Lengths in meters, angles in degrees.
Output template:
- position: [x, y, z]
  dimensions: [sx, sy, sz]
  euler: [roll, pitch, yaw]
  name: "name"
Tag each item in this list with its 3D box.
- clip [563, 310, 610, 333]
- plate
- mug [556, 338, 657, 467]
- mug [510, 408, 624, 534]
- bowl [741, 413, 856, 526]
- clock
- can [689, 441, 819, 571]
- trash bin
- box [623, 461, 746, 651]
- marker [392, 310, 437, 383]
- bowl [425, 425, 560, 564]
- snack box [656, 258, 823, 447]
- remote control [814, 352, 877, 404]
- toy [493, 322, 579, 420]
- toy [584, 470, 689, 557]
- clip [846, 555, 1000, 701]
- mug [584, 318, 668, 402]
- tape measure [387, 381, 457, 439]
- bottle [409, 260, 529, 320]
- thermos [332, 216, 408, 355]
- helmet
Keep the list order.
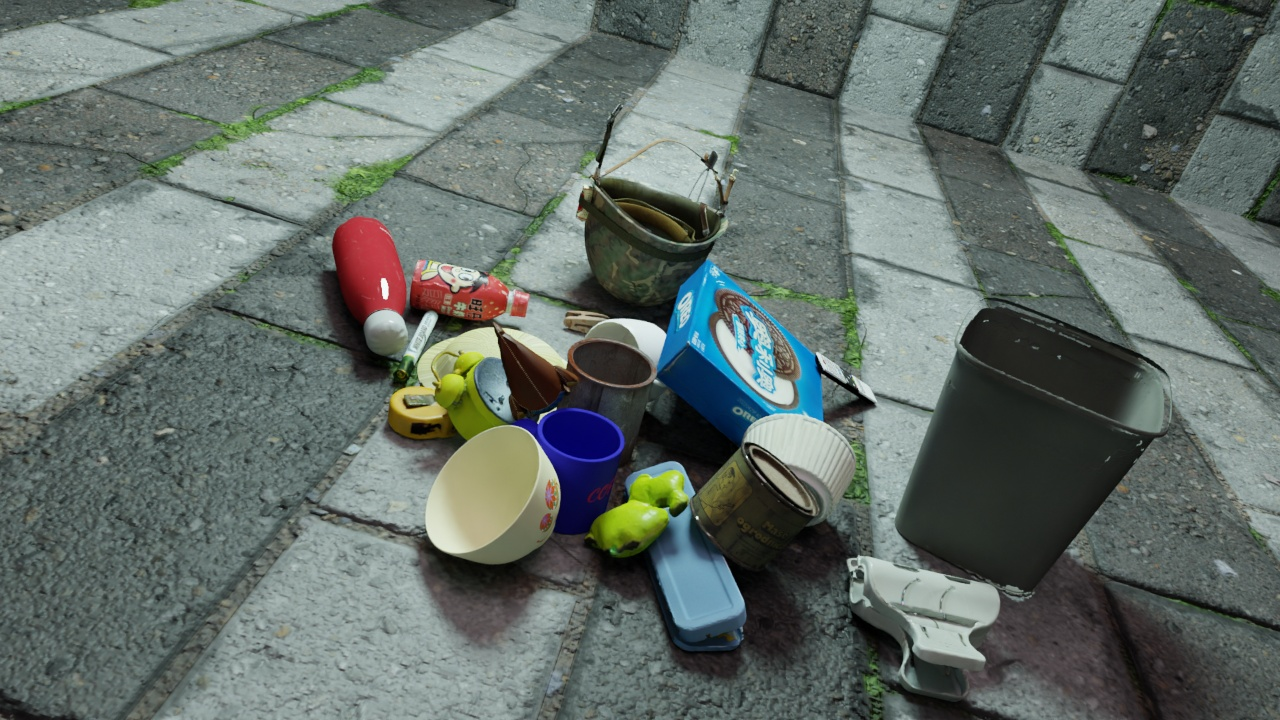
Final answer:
- position: [-0.067, -0.049, 1.154]
  dimensions: [0.061, 0.026, 0.049]
  euler: [-11, 34, -26]
  name: "clip"
- position: [-0.148, 0.005, 1.007]
  dimensions: [0.184, 0.036, 0.184]
  euler: [12, 30, -7]
  name: "plate"
- position: [-0.043, 0.036, 0.935]
  dimensions: [0.096, 0.110, 0.122]
  euler: [11, 29, -19]
  name: "mug"
- position: [-0.077, 0.095, 0.838]
  dimensions: [0.111, 0.084, 0.079]
  euler: [20, 30, 9]
  name: "mug"
- position: [0.148, 0.115, 0.895]
  dimensions: [0.115, 0.116, 0.062]
  euler: [20, 45, 7]
  name: "bowl"
- position: [-0.153, 0.034, 0.893]
  dimensions: [0.119, 0.057, 0.083]
  euler: [45, 28, -12]
  name: "clock"
- position: [0.101, 0.128, 0.813]
  dimensions: [0.090, 0.075, 0.089]
  euler: [38, 16, -13]
  name: "can"
- position: [0.378, 0.089, 0.924]
  dimensions: [0.197, 0.221, 0.196]
  euler: [26, 31, 19]
  name: "trash bin"
- position: [0.035, 0.176, 0.823]
  dimensions: [0.067, 0.052, 0.209]
  euler: [-15, 33, -7]
  name: "box"
- position: [-0.248, -0.018, 1.019]
  dimensions: [0.017, 0.017, 0.146]
  euler: [12, 29, -5]
  name: "marker"
- position: [-0.111, 0.124, 0.772]
  dimensions: [0.074, 0.118, 0.118]
  euler: [47, 6, -41]
  name: "bowl"
- position: [0.118, 0.008, 1.027]
  dimensions: [0.195, 0.056, 0.238]
  euler: [40, 26, -12]
  name: "snack box"
- position: [0.253, 0.024, 1.134]
  dimensions: [0.124, 0.012, 0.028]
  euler: [28, 33, -41]
  name: "remote control"
- position: [-0.109, 0.003, 0.863]
  dimensions: [0.070, 0.103, 0.090]
  euler: [-33, 14, 0]
  name: "toy"
- position: [-0.002, 0.137, 0.814]
  dimensions: [0.094, 0.036, 0.093]
  euler: [-14, 32, 28]
  name: "toy"
- position: [0.252, 0.218, 0.800]
  dimensions: [0.125, 0.089, 0.150]
  euler: [12, 19, -1]
  name: "clip"
- position: [-0.006, 0.006, 1.003]
  dimensions: [0.116, 0.094, 0.068]
  euler: [27, 14, 34]
  name: "mug"
- position: [-0.219, 0.049, 0.905]
  dimensions: [0.058, 0.030, 0.068]
  euler: [-4, 34, -35]
  name: "tape measure"
- position: [-0.203, -0.079, 1.100]
  dimensions: [0.137, 0.062, 0.061]
  euler: [10, 30, -8]
  name: "bottle"
- position: [-0.304, -0.084, 1.047]
  dimensions: [0.073, 0.073, 0.239]
  euler: [0, 33, -25]
  name: "thermos"
- position: [0.015, -0.198, 1.222]
  dimensions: [0.192, 0.237, 0.224]
  euler: [10, 40, -19]
  name: "helmet"
